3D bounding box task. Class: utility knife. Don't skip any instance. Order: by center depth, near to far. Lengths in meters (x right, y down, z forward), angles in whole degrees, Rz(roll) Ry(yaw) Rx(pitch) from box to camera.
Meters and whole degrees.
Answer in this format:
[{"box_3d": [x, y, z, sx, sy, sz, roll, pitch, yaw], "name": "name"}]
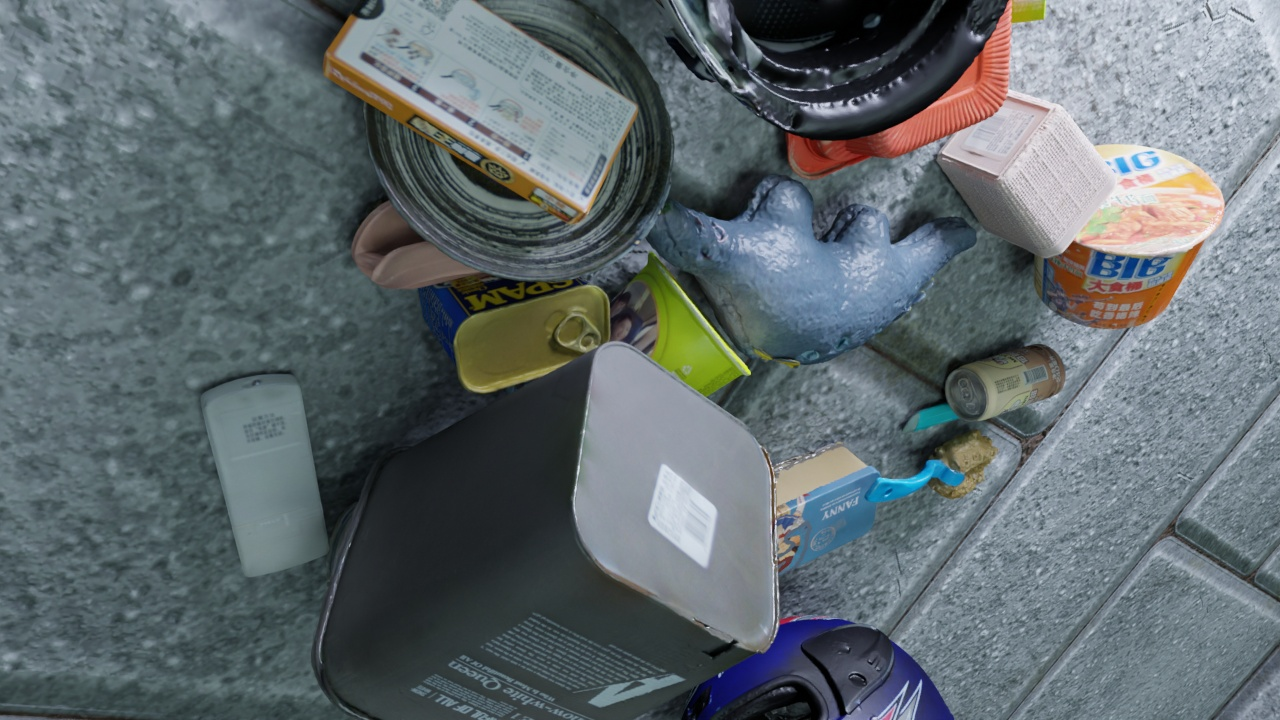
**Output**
[{"box_3d": [0.345, 0.049, 0.966, 0.181, 0.013, 0.029, -11, 128, -25], "name": "utility knife"}]

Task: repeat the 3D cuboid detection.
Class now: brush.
[{"box_3d": [-0.100, -0.080, 0.553, 0.145, 0.073, 0.063, -18, 130, -23], "name": "brush"}, {"box_3d": [0.292, 0.115, 0.921, 0.254, 0.046, 0.083, -3, 129, -51], "name": "brush"}]

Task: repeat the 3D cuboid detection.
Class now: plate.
[{"box_3d": [-0.066, -0.128, 0.523, 0.179, 0.024, 0.179, 4, 79, -21], "name": "plate"}]

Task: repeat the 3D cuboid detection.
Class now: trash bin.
[{"box_3d": [-0.047, 0.122, 0.564, 0.199, 0.198, 0.220, 35, 131, -28], "name": "trash bin"}]

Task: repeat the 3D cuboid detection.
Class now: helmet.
[{"box_3d": [0.079, -0.266, 0.490, 0.230, 0.157, 0.274, -40, 136, 1], "name": "helmet"}, {"box_3d": [0.153, 0.382, 0.901, 0.314, 0.240, 0.248, -8, 125, -42], "name": "helmet"}]

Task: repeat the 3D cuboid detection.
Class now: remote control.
[{"box_3d": [-0.242, 0.076, 0.598, 0.058, 0.021, 0.150, -13, 126, -25], "name": "remote control"}]

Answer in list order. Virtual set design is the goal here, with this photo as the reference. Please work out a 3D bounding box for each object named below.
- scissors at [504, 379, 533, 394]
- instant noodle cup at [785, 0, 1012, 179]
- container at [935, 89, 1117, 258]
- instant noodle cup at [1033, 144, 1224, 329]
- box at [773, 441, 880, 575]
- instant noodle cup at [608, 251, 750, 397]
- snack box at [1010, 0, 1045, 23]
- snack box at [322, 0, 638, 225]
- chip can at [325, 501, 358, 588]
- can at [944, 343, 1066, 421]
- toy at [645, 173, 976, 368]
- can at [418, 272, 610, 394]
[{"box_3d": [-0.087, 0.065, 0.699, 0.073, 0.017, 0.137, -26, 126, -5], "name": "scissors"}, {"box_3d": [0.188, -0.219, 0.644, 0.188, 0.079, 0.165, -24, 126, -12], "name": "instant noodle cup"}, {"box_3d": [0.317, -0.159, 0.762, 0.111, 0.090, 0.090, 31, 99, -39], "name": "container"}, {"box_3d": [0.431, -0.107, 0.837, 0.151, 0.151, 0.111, -30, 140, -13], "name": "instant noodle cup"}, {"box_3d": [0.146, 0.145, 0.870, 0.184, 0.061, 0.090, -20, 129, -19], "name": "box"}, {"box_3d": [-0.004, 0.004, 0.656, 0.123, 0.111, 0.111, -39, 133, 7], "name": "instant noodle cup"}, {"box_3d": [0.265, -0.323, 0.626, 0.026, 0.085, 0.156, 0, 131, 19], "name": "snack box"}, {"box_3d": [-0.082, -0.144, 0.491, 0.153, 0.026, 0.075, 30, 71, -15], "name": "snack box"}, {"box_3d": [-0.124, 0.157, 0.695, 0.210, 0.071, 0.071, 20, 107, -40], "name": "chip can"}, {"box_3d": [0.373, 0.022, 0.936, 0.116, 0.058, 0.059, -14, 126, -25], "name": "can"}, {"box_3d": [0.126, -0.063, 0.696, 0.355, 0.091, 0.138, 0, 118, -38], "name": "toy"}, {"box_3d": [-0.083, -0.032, 0.588, 0.102, 0.083, 0.057, -18, 128, -23], "name": "can"}]
